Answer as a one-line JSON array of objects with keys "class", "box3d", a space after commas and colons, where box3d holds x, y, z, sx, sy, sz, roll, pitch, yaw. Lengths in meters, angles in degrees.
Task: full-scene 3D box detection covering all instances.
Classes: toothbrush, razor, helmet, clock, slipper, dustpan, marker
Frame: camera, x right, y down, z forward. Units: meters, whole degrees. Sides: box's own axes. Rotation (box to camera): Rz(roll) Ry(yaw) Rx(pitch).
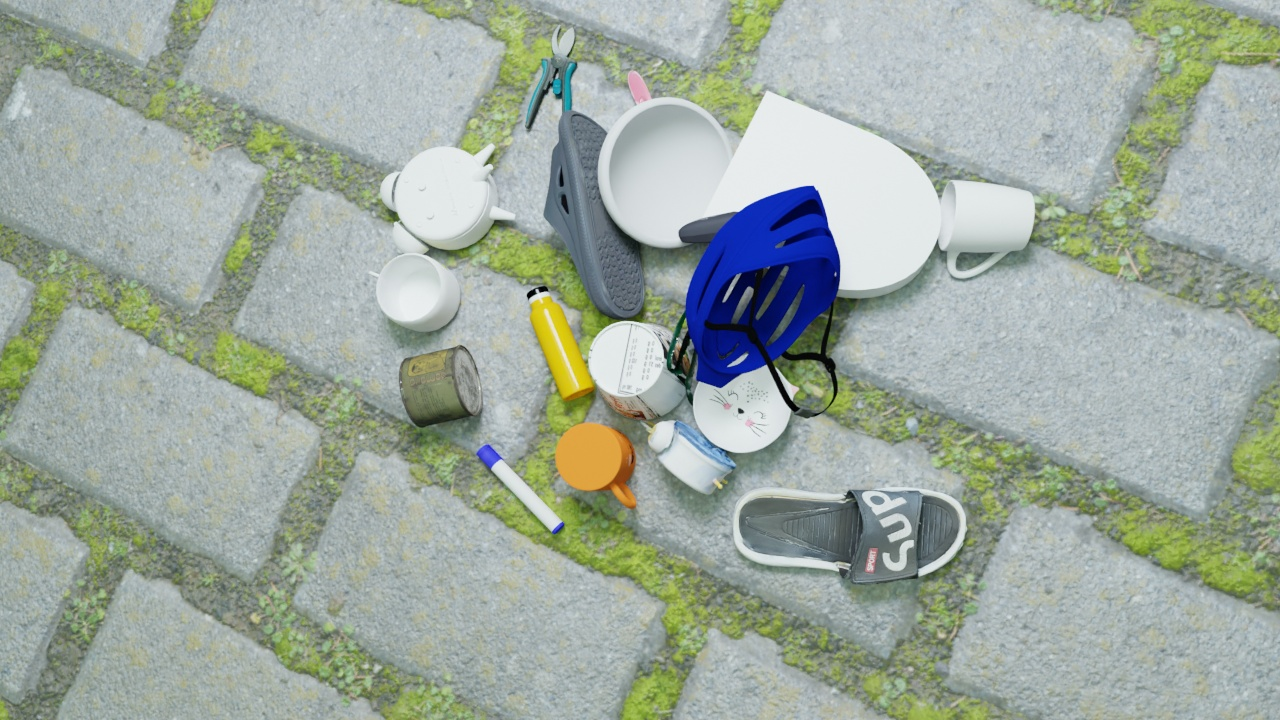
[{"class": "toothbrush", "box3d": [0.013, -0.315, 1.175, 0.022, 0.016, 0.135, -27, 79, 15]}, {"class": "razor", "box3d": [0.114, -0.161, 1.072, 0.143, 0.047, 0.052, -7, 105, 12]}, {"class": "helmet", "box3d": [0.150, -0.054, 0.978, 0.242, 0.147, 0.227, -56, 40, 19]}, {"class": "clock", "box3d": [-0.254, -0.209, 1.179, 0.161, 0.073, 0.125, -19, 80, 7]}, {"class": "slipper", "box3d": [-0.063, -0.173, 1.139, 0.084, 0.110, 0.268, -18, 79, 38]}, {"class": "dustpan", "box3d": [0.227, -0.181, 1.102, 0.258, 0.053, 0.191, 26, 88, 13]}, {"class": "marker", "box3d": [-0.149, 0.159, 1.141, 0.141, 0.020, 0.020, 43, 91, 12]}, {"class": "clock", "box3d": [0.052, 0.105, 1.078, 0.125, 0.088, 0.052, 37, 96, 11]}, {"class": "slipper", "box3d": [0.236, 0.196, 1.047, 0.264, 0.063, 0.111, 3, 83, 13]}]

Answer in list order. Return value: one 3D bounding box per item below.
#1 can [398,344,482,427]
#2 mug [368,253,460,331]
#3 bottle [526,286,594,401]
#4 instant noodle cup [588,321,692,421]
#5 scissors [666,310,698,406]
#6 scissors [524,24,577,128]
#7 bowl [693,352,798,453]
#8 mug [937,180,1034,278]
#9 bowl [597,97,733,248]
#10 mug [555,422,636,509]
[{"class": "can", "box3d": [-0.247, 0.032, 1.138, 0.075, 0.090, 0.090, -13, 81, 8]}, {"class": "mug", "box3d": [-0.292, -0.089, 1.172, 0.115, 0.068, 0.094, 22, 87, 12]}, {"class": "bottle", "box3d": [-0.103, -0.023, 1.143, 0.043, 0.043, 0.143, -24, 79, 6]}, {"class": "instant noodle cup", "box3d": [-0.006, 0.006, 1.082, 0.124, 0.121, 0.123, -1, 82, 10]}, {"class": "scissors", "box3d": [0.079, -0.040, 1.110, 0.015, 0.137, 0.209, 7, 53, 26]}, {"class": "scissors", "box3d": [-0.112, -0.362, 1.203, 0.126, 0.019, 0.154, -32, 77, 3]}, {"class": "bowl", "box3d": [0.122, 0.053, 1.090, 0.115, 0.050, 0.114, -1, 82, 10]}, {"class": "mug", "box3d": [0.396, -0.148, 1.063, 0.088, 0.080, 0.114, 5, 114, 4]}, {"class": "bowl", "box3d": [0.024, -0.226, 1.118, 0.176, 0.066, 0.177, -4, 101, -22]}, {"class": "mug", "box3d": [-0.042, 0.129, 1.085, 0.077, 0.096, 0.112, -36, 78, 3]}]
